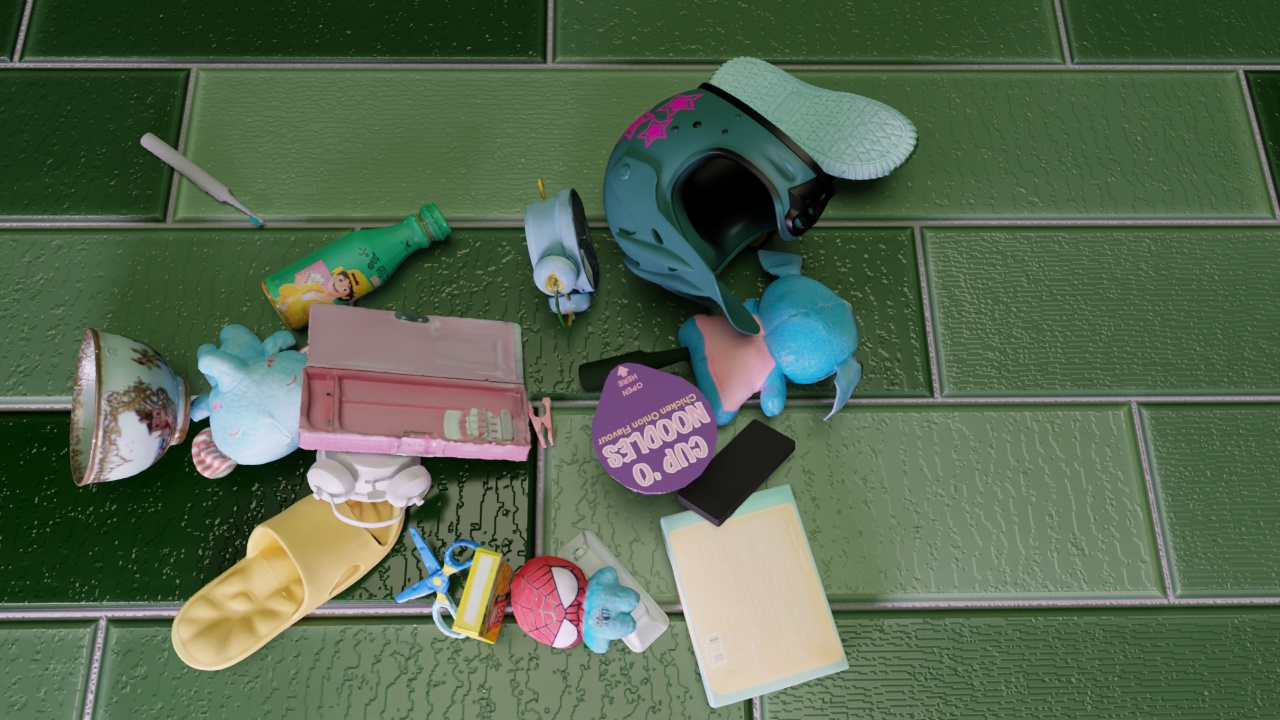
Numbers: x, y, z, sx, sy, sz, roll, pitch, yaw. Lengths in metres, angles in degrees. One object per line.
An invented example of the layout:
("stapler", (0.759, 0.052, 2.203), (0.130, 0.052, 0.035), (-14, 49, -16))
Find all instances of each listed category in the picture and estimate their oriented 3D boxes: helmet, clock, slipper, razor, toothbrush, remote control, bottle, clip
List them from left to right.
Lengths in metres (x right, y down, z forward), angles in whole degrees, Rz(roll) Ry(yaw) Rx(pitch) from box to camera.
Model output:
("toothbrush", (-0.519, -0.214, 1.090), (0.188, 0.018, 0.019), (35, 72, 10))
("slipper", (-0.351, 0.206, 0.923), (0.263, 0.078, 0.099), (-39, 80, -16))
("bottle", (-0.315, -0.111, 1.035), (0.209, 0.068, 0.068), (-31, 75, -11))
("clock", (-0.277, 0.105, 0.941), (0.119, 0.061, 0.159), (7, 46, -20))
("clip", (-0.103, 0.065, 1.007), (0.045, 0.023, 0.059), (-39, 71, -11))
("clock", (-0.085, -0.114, 1.017), (0.060, 0.118, 0.161), (-10, 65, 7))
("remote control", (-0.029, 0.237, 0.949), (0.050, 0.022, 0.133), (-41, 77, -13))
("bottle", (-0.006, 0.006, 1.003), (0.123, 0.033, 0.033), (-14, 71, 14))
("helmet", (0.068, -0.161, 0.983), (0.200, 0.176, 0.275), (-46, 50, 3))
("remote control", (0.103, 0.117, 0.968), (0.058, 0.013, 0.133), (30, 55, 33))
("razor", (0.176, -0.181, 1.093), (0.044, 0.021, 0.144), (36, 73, 29))
("slipper", (0.199, -0.284, 1.107), (0.276, 0.069, 0.115), (33, 74, 25))

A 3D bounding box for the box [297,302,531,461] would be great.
("box", (-0.234, 0.024, 0.967), (0.232, 0.040, 0.178), (7, 49, -20))

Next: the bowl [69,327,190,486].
("bowl", (-0.525, 0.049, 0.950), (0.093, 0.160, 0.159), (5, 67, -39))

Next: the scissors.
("scissors", (-0.201, 0.223, 0.929), (0.126, 0.013, 0.126), (-26, 89, 23))

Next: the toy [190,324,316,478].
("toy", (-0.416, 0.023, 0.972), (0.183, 0.115, 0.180), (-41, 66, -8))

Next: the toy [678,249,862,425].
("toy", (0.138, -0.028, 1.010), (0.191, 0.099, 0.223), (-20, 65, 4))

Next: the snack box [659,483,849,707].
("snack box", (0.113, 0.238, 0.940), (0.141, 0.044, 0.193), (-14, 72, -6))

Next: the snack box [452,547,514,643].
("snack box", (-0.148, 0.229, 0.881), (0.025, 0.152, 0.075), (14, 71, 2))

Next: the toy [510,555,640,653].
("toy", (-0.068, 0.245, 0.917), (0.133, 0.062, 0.092), (6, 99, 13))

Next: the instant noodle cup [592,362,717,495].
("instant noodle cup", (0.009, 0.082, 0.949), (0.121, 0.122, 0.136), (-26, 74, -10))
